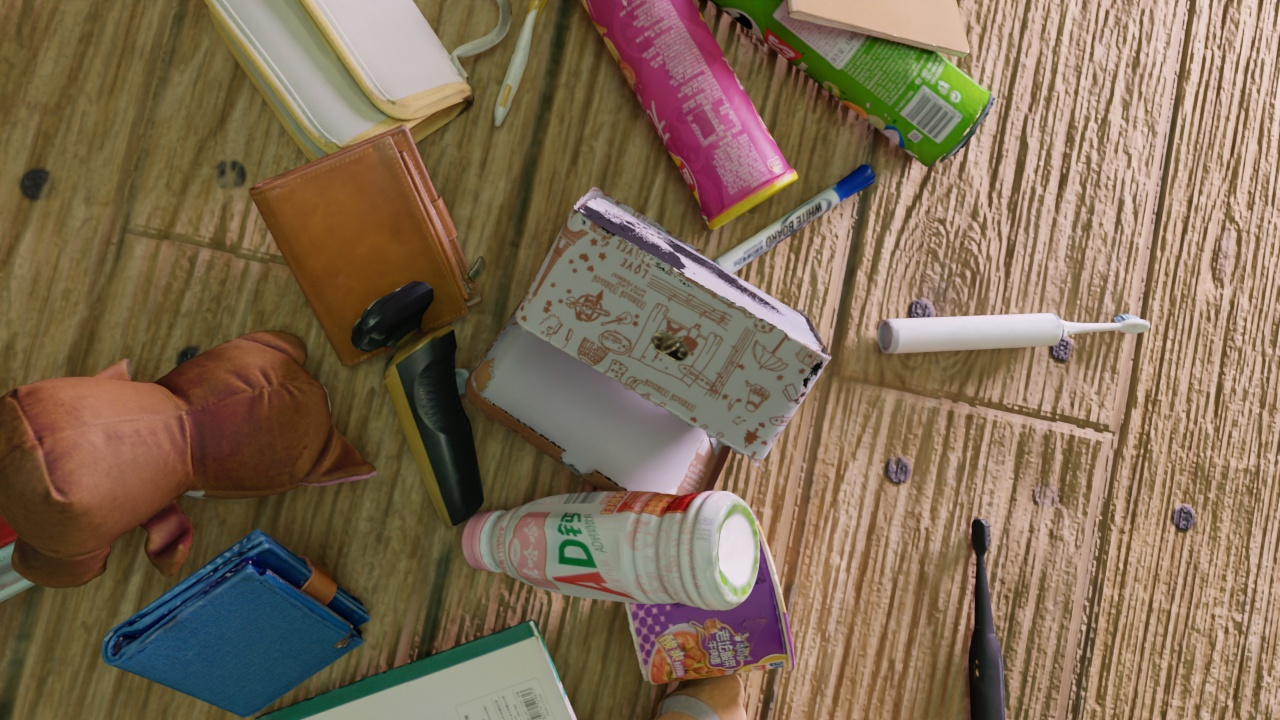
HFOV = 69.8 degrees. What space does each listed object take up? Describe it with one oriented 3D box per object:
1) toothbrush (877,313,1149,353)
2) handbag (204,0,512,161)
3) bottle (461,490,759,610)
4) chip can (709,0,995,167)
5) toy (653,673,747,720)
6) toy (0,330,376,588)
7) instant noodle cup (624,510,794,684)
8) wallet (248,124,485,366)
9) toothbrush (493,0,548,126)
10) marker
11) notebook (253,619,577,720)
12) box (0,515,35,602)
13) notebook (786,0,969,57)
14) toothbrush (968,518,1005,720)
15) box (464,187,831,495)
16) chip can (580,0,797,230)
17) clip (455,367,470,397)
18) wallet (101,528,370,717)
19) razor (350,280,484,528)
[{"bbox_3d":[0.290,-0.023,0.704,0.221,0.026,0.027,-3,126,-10],"label":"toothbrush"},{"bbox_3d":[-0.180,-0.231,0.616,0.178,0.063,0.163,-36,95,-13],"label":"handbag"},{"bbox_3d":[-0.027,0.116,0.572,0.197,0.068,0.068,-6,88,32],"label":"bottle"},{"bbox_3d":[0.141,-0.234,0.663,0.236,0.072,0.072,35,82,-7],"label":"chip can"},{"bbox_3d":[0.094,0.307,0.608,0.226,0.083,0.143,42,41,-6],"label":"toy"},{"bbox_3d":[-0.271,0.052,0.543,0.199,0.131,0.140,-23,77,-39],"label":"toy"},{"bbox_3d":[0.041,0.164,0.614,0.099,0.111,0.111,-15,90,-2],"label":"instant noodle cup"},{"bbox_3d":[-0.168,-0.075,0.599,0.119,0.035,0.131,-27,118,-15],"label":"wallet"},{"bbox_3d":[-0.070,-0.254,0.656,0.018,0.016,0.191,19,84,-17],"label":"toothbrush"},{"bbox_3d":[0.113,-0.103,0.681,0.145,0.017,0.017,-33,93,-10],"label":"marker"},{"bbox_3d":[-0.132,0.265,0.585,0.209,0.012,0.150,-22,92,11],"label":"notebook"},{"bbox_3d":[-0.409,0.124,0.500,0.099,0.095,0.200,32,45,32],"label":"box"},{"bbox_3d":[0.155,-0.315,0.655,0.147,0.008,0.207,4,68,-22],"label":"notebook"},{"bbox_3d":[0.259,0.225,0.689,0.027,0.026,0.212,3,85,-45],"label":"toothbrush"},{"bbox_3d":[-0.005,0.005,0.599,0.182,0.150,0.168,30,104,-5],"label":"box"},{"bbox_3d":[0.028,-0.200,0.643,0.071,0.071,0.210,-31,92,-10],"label":"chip can"},{"bbox_3d":[-0.139,0.024,0.632,0.057,0.028,0.024,-33,91,-1],"label":"clip"},{"bbox_3d":[-0.236,0.163,0.556,0.106,0.133,0.040,-35,56,-9],"label":"wallet"},{"bbox_3d":[-0.140,0.033,0.599,0.068,0.062,0.167,-6,110,21],"label":"razor"}]
